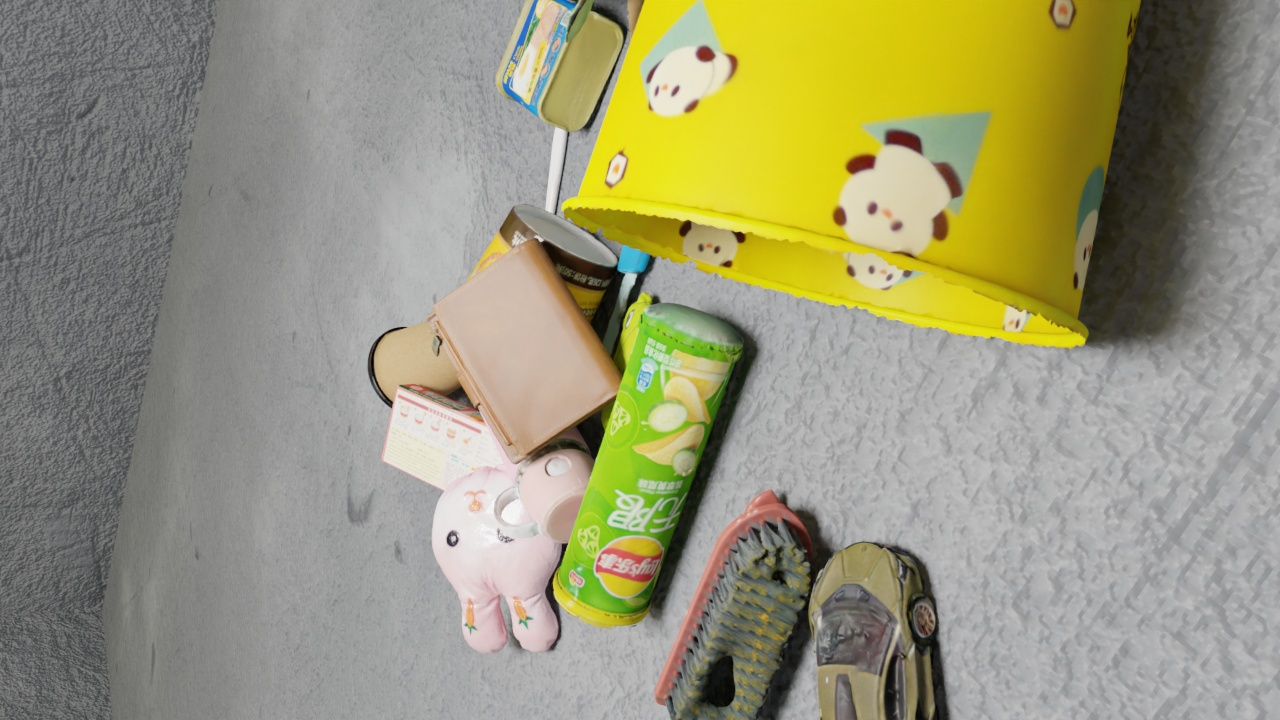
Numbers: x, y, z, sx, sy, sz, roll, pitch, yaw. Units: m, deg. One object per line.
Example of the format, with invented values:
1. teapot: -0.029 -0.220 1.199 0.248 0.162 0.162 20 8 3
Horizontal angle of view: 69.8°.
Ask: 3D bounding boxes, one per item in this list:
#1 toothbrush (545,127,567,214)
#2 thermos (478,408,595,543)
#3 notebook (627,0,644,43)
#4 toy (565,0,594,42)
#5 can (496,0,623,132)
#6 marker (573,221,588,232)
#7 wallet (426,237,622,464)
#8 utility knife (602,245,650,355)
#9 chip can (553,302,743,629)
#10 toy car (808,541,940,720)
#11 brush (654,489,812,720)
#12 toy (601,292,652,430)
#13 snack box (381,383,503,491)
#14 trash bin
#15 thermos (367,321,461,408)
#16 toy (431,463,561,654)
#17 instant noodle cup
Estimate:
1. toothbrush: -0.084 -0.131 0.815 0.016 0.016 0.180 11 93 46
2. thermos: -0.094 0.064 0.737 0.198 0.087 0.067 -123 17 -46
3. notebook: 0.054 -0.283 0.659 0.208 0.008 0.147 -17 72 51
4. toy: -0.059 -0.363 0.734 0.227 0.090 0.246 -31 43 16
5. can: -0.069 -0.254 0.776 0.083 0.057 0.102 46 116 44
6. marker: -0.054 -0.103 0.771 0.017 0.016 0.146 55 127 42
7. wallet: -0.090 -0.003 0.660 0.119 0.035 0.130 -34 82 15
8. utility knife: 0.002 -0.097 0.692 0.034 0.018 0.218 38 114 49
9. chip can: 0.004 0.070 0.623 0.072 0.072 0.221 37 114 49
10. toy car: 0.120 0.175 0.480 0.070 0.042 0.158 -21 66 50
11. brush: 0.059 0.150 0.553 0.069 0.063 0.146 -102 30 -72
12. toy: -0.004 0.004 0.674 0.100 0.031 0.096 123 150 -43
13. snack box: -0.165 0.082 0.833 0.156 0.027 0.077 20 103 26
14. trash bin: 0.107 -0.156 0.405 0.230 0.229 0.255 17 93 53
15. thermos: -0.200 -0.003 0.900 0.144 0.093 0.093 -22 67 41
16. toy: -0.116 0.166 0.765 0.121 0.054 0.159 -11 87 22
17. instant noodle cup: -0.085 -0.052 0.730 0.115 0.118 0.118 -59 42 17
